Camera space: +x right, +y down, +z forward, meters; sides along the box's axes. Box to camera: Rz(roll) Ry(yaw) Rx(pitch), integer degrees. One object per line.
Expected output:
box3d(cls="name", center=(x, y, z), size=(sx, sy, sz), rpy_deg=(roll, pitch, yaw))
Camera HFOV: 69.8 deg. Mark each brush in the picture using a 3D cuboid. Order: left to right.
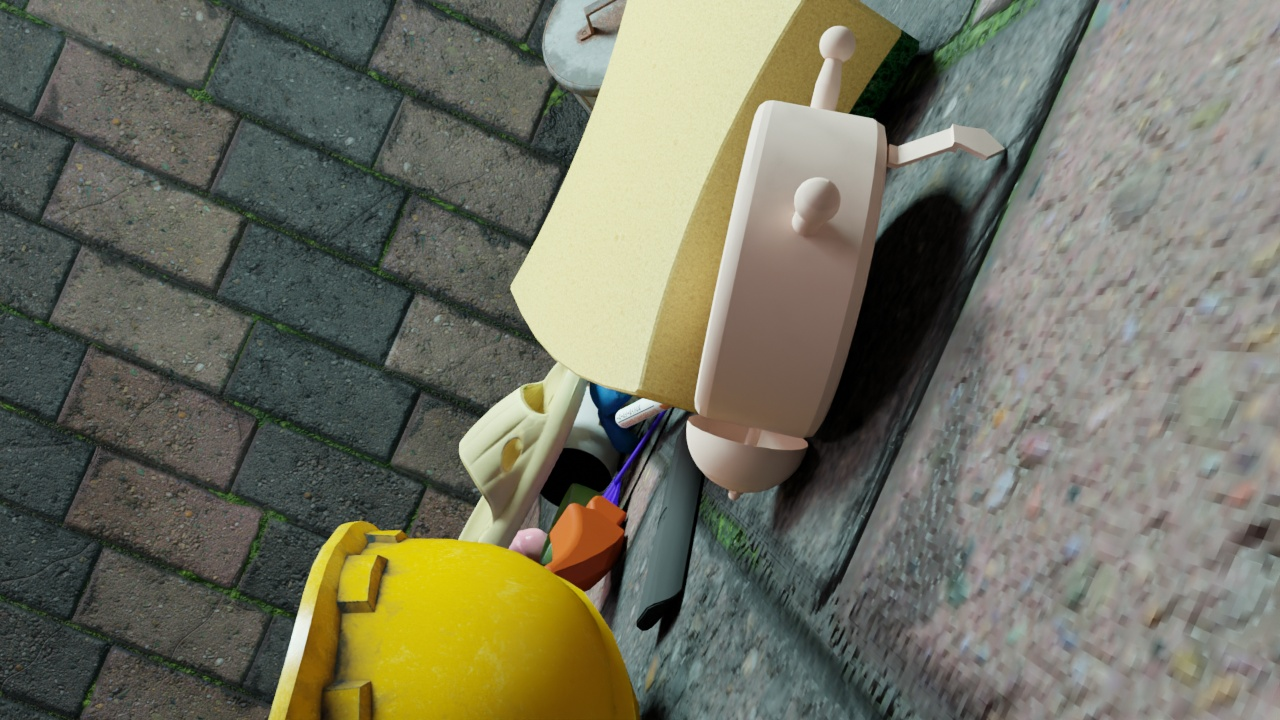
box3d(cls="brush", center=(0.027, -0.105, 0.542), size=(0.195, 0.075, 0.250), rpy_deg=(38, 107, 56))

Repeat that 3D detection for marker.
box3d(cls="marker", center=(0.016, 0.030, 0.692), size=(0.146, 0.017, 0.017), rpy_deg=(-31, 34, 62))

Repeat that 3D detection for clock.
box3d(cls="clock", center=(-0.062, 0.162, 0.848), size=(0.094, 0.042, 0.119), rpy_deg=(-77, 12, -65))
box3d(cls="clock", center=(0.069, -0.032, 0.377), size=(0.130, 0.086, 0.161), rpy_deg=(-72, 0, -46))

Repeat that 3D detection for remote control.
box3d(cls="remote control", center=(0.020, 0.092, 0.537), size=(0.146, 0.015, 0.033), rpy_deg=(-74, 10, -51))

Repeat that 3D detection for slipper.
box3d(cls="slipper", center=(-0.132, 0.098, 0.839), size=(0.262, 0.079, 0.111), rpy_deg=(-63, 13, 11))

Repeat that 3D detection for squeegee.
box3d(cls="squeegee", center=(-0.041, 0.138, 0.695), size=(0.250, 0.055, 0.184), rpy_deg=(-56, -7, 12))

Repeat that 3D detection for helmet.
box3d(cls="helmet", center=(-0.064, 0.173, 0.400), size=(0.255, 0.131, 0.205), rpy_deg=(-102, 5, -70))

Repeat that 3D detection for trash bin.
box3d(cls="trash bin", center=(0.019, -0.219, 0.746), size=(0.211, 0.131, 0.130), rpy_deg=(44, -116, -56))

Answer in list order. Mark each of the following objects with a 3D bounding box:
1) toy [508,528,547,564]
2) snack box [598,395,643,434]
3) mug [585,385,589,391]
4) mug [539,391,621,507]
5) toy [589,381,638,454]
box3d(cls="toy", center=(-0.136, 0.264, 0.875), size=(0.212, 0.084, 0.142), rpy_deg=(-80, 2, -58))
box3d(cls="snack box", center=(0.011, -0.019, 0.915), size=(0.142, 0.041, 0.147), rpy_deg=(-77, 12, -60))
box3d(cls="mug", center=(-0.076, 0.089, 1.059), size=(0.105, 0.082, 0.082), rpy_deg=(-78, 13, -58))
box3d(cls="mug", center=(-0.058, 0.104, 0.930), size=(0.096, 0.079, 0.112), rpy_deg=(-76, -17, -57))
box3d(cls="toy", center=(-0.005, 0.005, 0.801), size=(0.112, 0.071, 0.177), rpy_deg=(-103, 29, -46))
